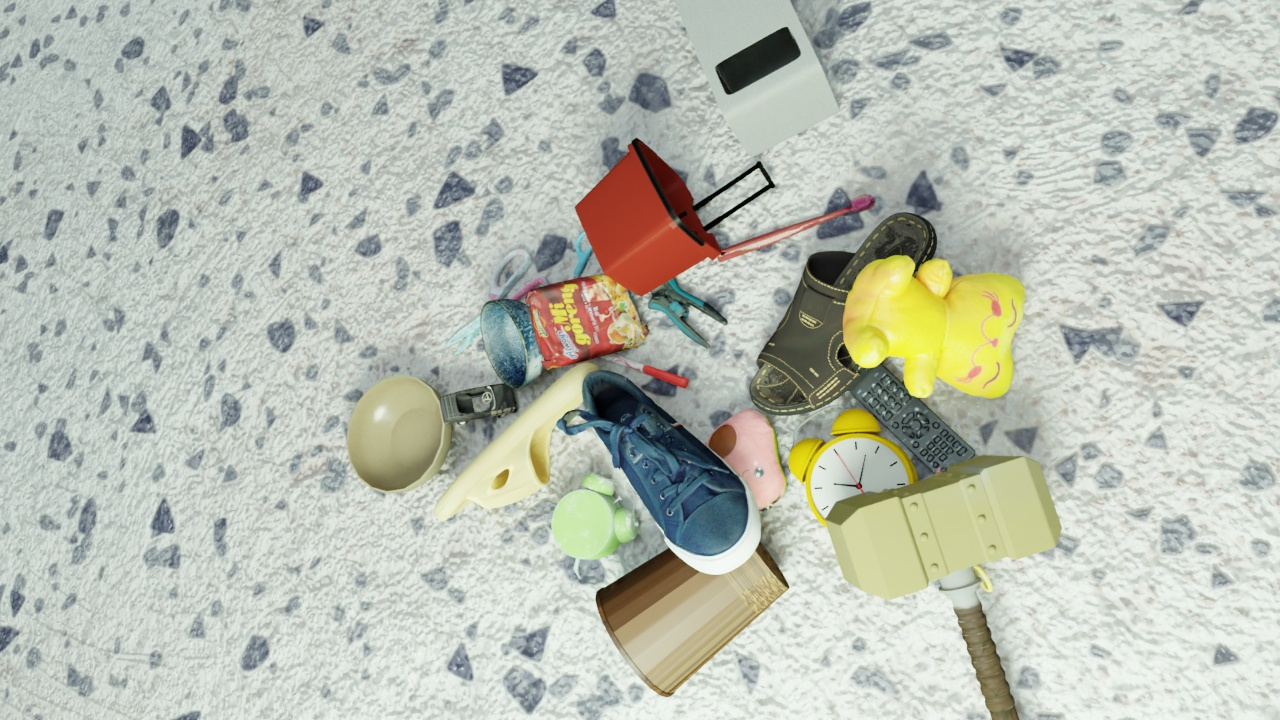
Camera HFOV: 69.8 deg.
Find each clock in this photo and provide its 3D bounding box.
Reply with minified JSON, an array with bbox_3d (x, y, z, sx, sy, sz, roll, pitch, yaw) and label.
[{"bbox_3d":[-0.054,0.186,1.067,0.119,0.042,0.094,-42,67,9],"label":"clock"},{"bbox_3d":[0.222,0.119,0.959,0.114,0.052,0.152,-36,71,12],"label":"clock"}]

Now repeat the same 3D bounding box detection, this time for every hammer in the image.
[{"bbox_3d":[0.316,0.267,0.853,0.190,0.101,0.324,-17,85,-1],"label":"hammer"}]

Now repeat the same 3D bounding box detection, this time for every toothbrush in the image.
[{"bbox_3d":[0.175,-0.152,1.056,0.190,0.016,0.016,-19,73,19],"label":"toothbrush"}]

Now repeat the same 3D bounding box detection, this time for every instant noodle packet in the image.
[{"bbox_3d":[-0.064,-0.051,1.090,0.135,0.040,0.098,-15,86,-21],"label":"instant noodle packet"}]

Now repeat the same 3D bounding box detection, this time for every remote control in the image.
[{"bbox_3d":[0.280,0.060,0.964,0.047,0.022,0.150,-45,67,8],"label":"remote control"}]

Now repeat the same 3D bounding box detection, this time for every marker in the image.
[{"bbox_3d":[-0.007,0.006,1.102,0.142,0.012,0.013,19,86,26],"label":"marker"}]

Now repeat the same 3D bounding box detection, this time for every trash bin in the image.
[{"bbox_3d":[0.127,-0.376,1.071,0.115,0.114,0.228,-25,70,16],"label":"trash bin"}]

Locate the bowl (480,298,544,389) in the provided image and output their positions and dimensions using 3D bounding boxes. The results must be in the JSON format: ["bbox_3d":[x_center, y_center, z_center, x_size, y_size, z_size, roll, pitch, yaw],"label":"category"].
[{"bbox_3d":[-0.145,-0.026,1.135,0.114,0.060,0.114,32,132,45],"label":"bowl"}]

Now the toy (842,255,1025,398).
[{"bbox_3d":[0.288,-0.030,0.909,0.087,0.193,0.134,-167,85,-67],"label":"toy"}]

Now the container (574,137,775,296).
[{"bbox_3d":[0.040,-0.183,1.062,0.201,0.127,0.148,-35,58,19],"label":"container"}]

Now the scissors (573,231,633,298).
[{"bbox_3d":[-0.069,-0.108,1.155,0.135,0.015,0.133,-2,78,20],"label":"scissors"}]

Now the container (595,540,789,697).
[{"bbox_3d":[0.059,0.247,0.964,0.167,0.132,0.132,-38,67,5],"label":"container"}]

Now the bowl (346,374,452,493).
[{"bbox_3d":[-0.304,0.098,1.189,0.152,0.050,0.152,-5,77,22],"label":"bowl"}]

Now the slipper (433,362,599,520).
[{"bbox_3d":[-0.131,0.112,1.093,0.261,0.111,0.079,-45,87,4],"label":"slipper"}]

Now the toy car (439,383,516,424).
[{"bbox_3d":[-0.203,0.053,1.147,0.092,0.037,0.040,-10,71,-16],"label":"toy car"}]

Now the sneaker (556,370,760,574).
[{"bbox_3d":[0.012,0.100,0.957,0.120,0.127,0.294,-38,44,-5],"label":"sneaker"}]

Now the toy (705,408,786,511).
[{"bbox_3d":[0.120,0.112,1.003,0.090,0.051,0.110,-39,67,15],"label":"toy"}]

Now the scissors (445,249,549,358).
[{"bbox_3d":[-0.200,-0.076,1.206,0.179,0.016,0.103,-34,63,18],"label":"scissors"}]

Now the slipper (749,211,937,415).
[{"bbox_3d":[0.209,-0.054,0.979,0.268,0.075,0.113,-51,45,5],"label":"slipper"}]

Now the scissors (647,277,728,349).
[{"bbox_3d":[0.040,-0.064,1.094,0.128,0.019,0.142,-12,72,21],"label":"scissors"}]
